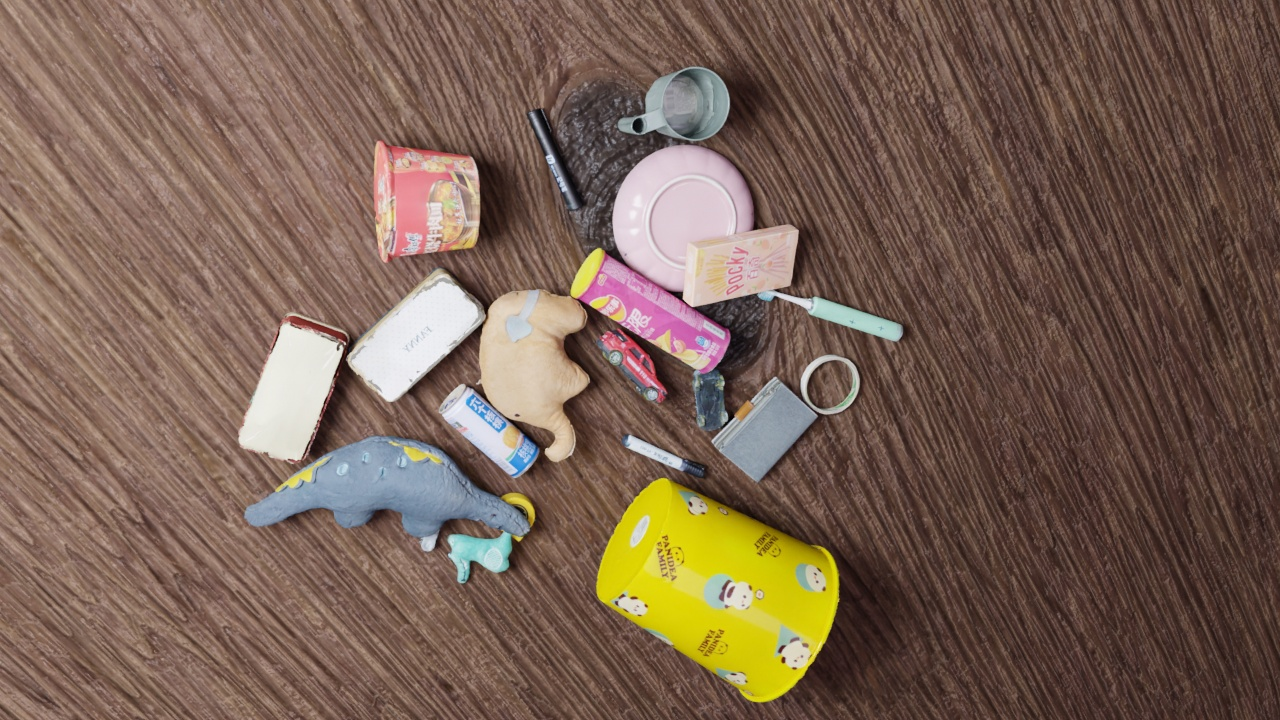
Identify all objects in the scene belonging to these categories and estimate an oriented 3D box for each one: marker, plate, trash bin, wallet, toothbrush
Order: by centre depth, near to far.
[{"bbox_3d":[-0.106,-0.250,1.147,0.022,0.020,0.132,-36,111,-33],"label":"marker"},{"bbox_3d":[0.061,-0.181,1.192,0.192,0.039,0.192,-3,106,-12],"label":"plate"},{"bbox_3d":[0.095,0.298,1.241,0.255,0.229,0.230,31,96,-13],"label":"trash bin"},{"bbox_3d":[0.266,-0.067,1.276,0.224,0.026,0.027,16,122,-17],"label":"toothbrush"},{"bbox_3d":[0.033,0.133,1.281,0.130,0.018,0.022,26,89,-18],"label":"marker"},{"bbox_3d":[0.174,0.095,1.294,0.130,0.037,0.106,-48,120,3],"label":"wallet"}]

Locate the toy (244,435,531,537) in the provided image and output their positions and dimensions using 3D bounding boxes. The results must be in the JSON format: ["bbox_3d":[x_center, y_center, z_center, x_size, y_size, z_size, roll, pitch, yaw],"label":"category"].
[{"bbox_3d":[-0.312,0.165,1.171,0.356,0.091,0.138,8,102,-13],"label":"toy"}]

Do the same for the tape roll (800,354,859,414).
[{"bbox_3d":[0.271,0.035,1.311,0.085,0.014,0.086,-3,105,-12],"label":"tape roll"}]

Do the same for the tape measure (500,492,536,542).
[{"bbox_3d":[-0.173,0.208,1.248,0.060,0.029,0.057,36,95,-18],"label":"tape measure"}]

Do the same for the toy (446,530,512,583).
[{"bbox_3d":[-0.221,0.265,1.248,0.092,0.030,0.096,11,110,5],"label":"toy"}]

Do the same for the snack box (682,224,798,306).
[{"bbox_3d":[0.131,-0.125,1.199,0.157,0.026,0.085,-14,127,-24],"label":"snack box"}]

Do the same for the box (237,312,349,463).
[{"bbox_3d":[-0.425,0.035,1.119,0.091,0.077,0.168,21,98,-18],"label":"box"}]

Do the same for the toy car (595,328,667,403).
[{"bbox_3d":[-0.007,0.007,1.219,0.045,0.053,0.120,-42,108,-2],"label":"toy car"}]

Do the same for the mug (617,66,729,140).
[{"bbox_3d":[0.036,-0.306,1.119,0.124,0.103,0.084,-21,108,-6],"label":"mug"}]

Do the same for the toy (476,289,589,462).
[{"bbox_3d":[-0.138,0.020,1.179,0.143,0.082,0.226,0,108,3],"label":"toy"}]

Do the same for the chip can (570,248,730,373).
[{"bbox_3d":[0.015,-0.062,1.197,0.210,0.071,0.071,31,96,-19],"label":"chip can"}]

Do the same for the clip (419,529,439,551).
[{"bbox_3d":[-0.280,0.227,1.234,0.024,0.029,0.057,22,92,-19],"label":"clip"}]

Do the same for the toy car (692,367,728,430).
[{"bbox_3d":[0.094,0.053,1.265,0.043,0.034,0.091,-13,109,-12],"label":"toy car"}]

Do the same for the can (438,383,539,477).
[{"bbox_3d":[-0.197,0.092,1.198,0.053,0.053,0.134,-45,109,1],"label":"can"}]

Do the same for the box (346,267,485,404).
[{"bbox_3d":[-0.284,-0.028,1.145,0.184,0.059,0.090,-40,109,2],"label":"box"}]

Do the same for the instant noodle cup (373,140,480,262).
[{"bbox_3d":[-0.251,-0.188,1.077,0.108,0.138,0.138,-4,105,-21],"label":"instant noodle cup"}]
